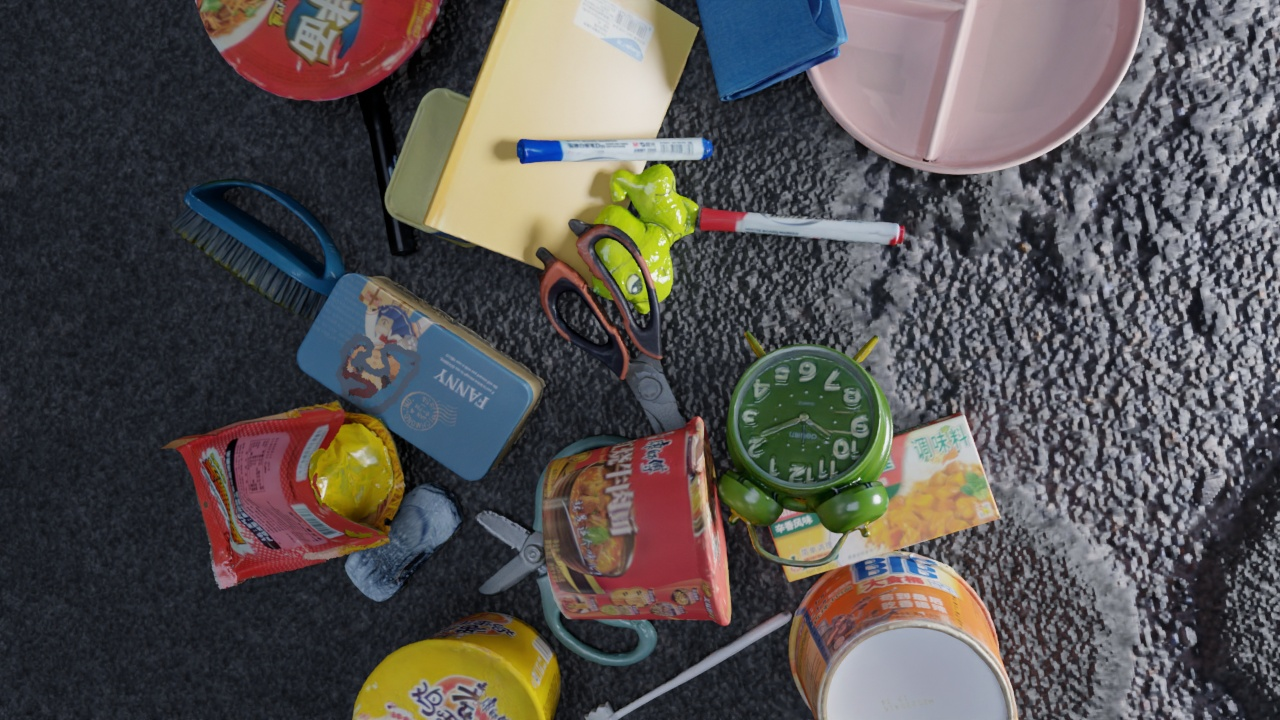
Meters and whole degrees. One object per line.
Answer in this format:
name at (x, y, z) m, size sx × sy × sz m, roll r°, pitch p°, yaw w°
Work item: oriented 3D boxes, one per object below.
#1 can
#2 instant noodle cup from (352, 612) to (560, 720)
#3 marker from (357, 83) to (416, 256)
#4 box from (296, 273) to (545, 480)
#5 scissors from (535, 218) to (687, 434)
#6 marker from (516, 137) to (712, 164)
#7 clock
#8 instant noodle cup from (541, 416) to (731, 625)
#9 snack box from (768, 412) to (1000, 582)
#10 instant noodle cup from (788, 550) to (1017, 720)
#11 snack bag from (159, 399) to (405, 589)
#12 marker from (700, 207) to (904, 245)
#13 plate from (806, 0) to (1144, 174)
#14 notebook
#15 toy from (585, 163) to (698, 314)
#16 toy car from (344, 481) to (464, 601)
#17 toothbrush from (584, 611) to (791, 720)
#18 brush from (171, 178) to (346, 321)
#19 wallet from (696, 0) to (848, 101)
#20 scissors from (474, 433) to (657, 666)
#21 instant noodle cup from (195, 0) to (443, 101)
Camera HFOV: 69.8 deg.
can at (-0.134, -0.137, 0.663) m, size 0.057 × 0.083 × 0.102 m, roll 23°, pitch 95°, yaw 6°
instant noodle cup at (-0.122, 0.252, 0.666) m, size 0.138 × 0.109 × 0.138 m, roll 0°, pitch 93°, yaw 7°
marker at (-0.195, -0.145, 0.704) m, size 0.022 × 0.020 × 0.132 m, roll -11°, pitch 91°, yaw 25°
box at (-0.156, 0.013, 0.684) m, size 0.184 × 0.063 × 0.090 m, roll 31°, pitch 97°, yaw 7°
scissors at (-0.013, 0.011, 0.665) m, size 0.182 × 0.015 × 0.209 m, roll 14°, pitch 108°, yaw 2°
marker at (-0.015, -0.147, 0.642) m, size 0.145 × 0.017 × 0.017 m, roll -7°, pitch 92°, yaw -25°
clock at (0.112, 0.060, 0.628) m, size 0.116 × 0.056 × 0.161 m, roll 2°, pitch 74°, yaw 16°
instant noodle cup at (-0.001, 0.115, 0.620) m, size 0.109 × 0.138 × 0.138 m, roll -9°, pitch 91°, yaw 8°
snack box at (0.167, 0.098, 0.659) m, size 0.156 × 0.027 × 0.077 m, roll -20°, pitch 88°, yaw 9°
instant noodle cup at (0.178, 0.216, 0.621) m, size 0.151 × 0.111 × 0.151 m, roll 0°, pitch 93°, yaw 8°
snack bag at (-0.274, 0.100, 0.687) m, size 0.208 × 0.073 × 0.128 m, roll -16°, pitch 97°, yaw 33°
marker at (0.116, -0.097, 0.663) m, size 0.145 × 0.017 × 0.017 m, roll 6°, pitch 93°, yaw 8°
plate at (0.224, -0.243, 0.636) m, size 0.229 × 0.028 × 0.229 m, roll 0°, pitch 92°, yaw 8°
notebook at (-0.051, -0.166, 0.639) m, size 0.145 × 0.010 × 0.206 m, roll 17°, pitch 98°, yaw -36°
toy at (-0.002, -0.089, 0.668) m, size 0.100 × 0.031 × 0.097 m, roll -40°, pitch 107°, yaw -6°
toy car at (-0.183, 0.140, 0.710) m, size 0.049 × 0.031 × 0.105 m, roll 44°, pitch 97°, yaw 3°
toothbrush at (0.035, 0.232, 0.691) m, size 0.180 × 0.016 × 0.016 m, roll -32°, pitch 82°, yaw 9°
brush at (-0.284, -0.093, 0.700) m, size 0.144 × 0.055 × 0.073 m, roll 33°, pitch 97°, yaw 6°
wallet at (0.083, -0.260, 0.632) m, size 0.107 × 0.040 × 0.133 m, roll -14°, pitch 90°, yaw 40°
scissors at (-0.036, 0.143, 0.696) m, size 0.174 × 0.019 × 0.170 m, roll 40°, pitch 98°, yaw 5°
instant noodle cup at (-0.226, -0.283, 0.678) m, size 0.194 × 0.065 × 0.194 m, roll 0°, pitch 93°, yaw 7°
